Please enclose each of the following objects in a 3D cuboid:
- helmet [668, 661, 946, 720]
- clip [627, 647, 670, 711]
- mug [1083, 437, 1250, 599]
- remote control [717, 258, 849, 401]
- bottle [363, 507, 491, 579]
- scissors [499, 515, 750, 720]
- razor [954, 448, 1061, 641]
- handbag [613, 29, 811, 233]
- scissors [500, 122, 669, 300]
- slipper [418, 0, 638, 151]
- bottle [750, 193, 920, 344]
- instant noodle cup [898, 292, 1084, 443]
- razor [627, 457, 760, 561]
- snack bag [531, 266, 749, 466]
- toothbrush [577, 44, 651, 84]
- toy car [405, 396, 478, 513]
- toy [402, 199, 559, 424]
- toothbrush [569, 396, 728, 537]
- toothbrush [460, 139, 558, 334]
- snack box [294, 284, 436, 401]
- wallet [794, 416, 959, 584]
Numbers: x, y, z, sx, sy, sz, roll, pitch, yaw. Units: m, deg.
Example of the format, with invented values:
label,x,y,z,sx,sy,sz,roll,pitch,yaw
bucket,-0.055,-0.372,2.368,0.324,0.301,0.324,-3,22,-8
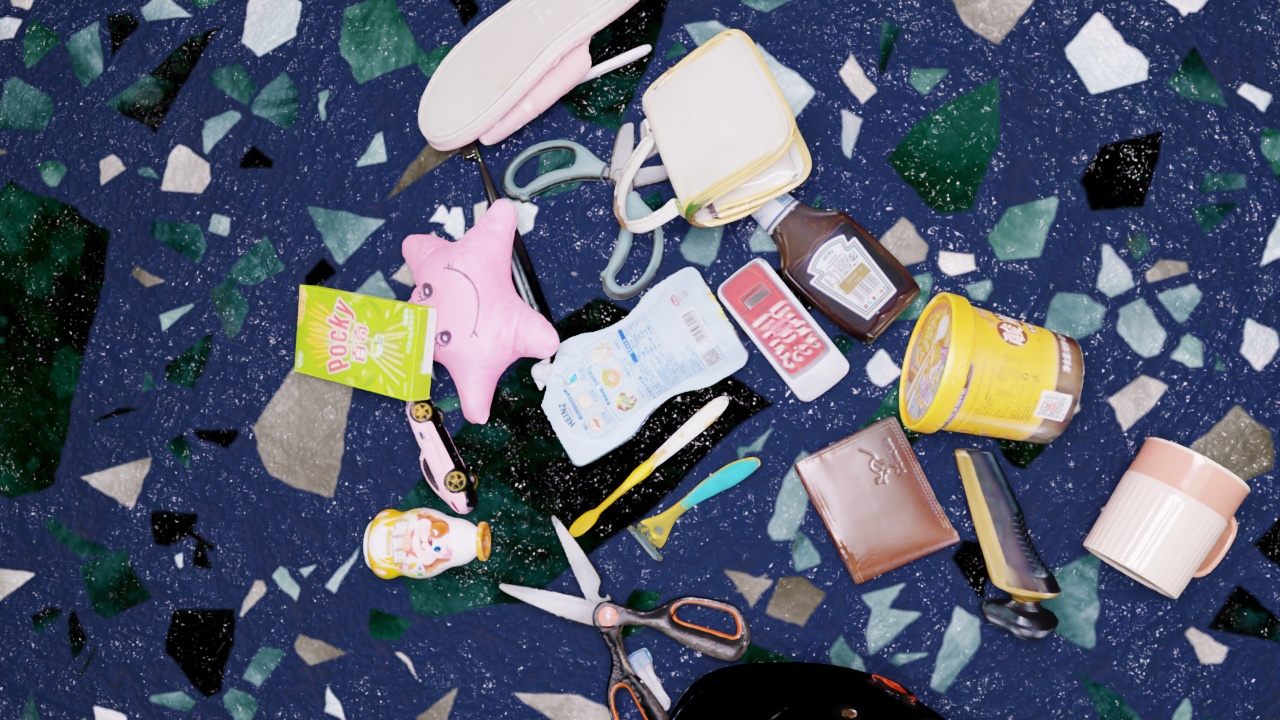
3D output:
label,x,y,z,sx,sy,sz,roll,pitch,yaw
helmet,0.133,0.347,0.697,0.274,0.230,0.233,10,96,-17
clip,0.007,0.288,0.820,0.025,0.036,0.058,-29,83,-3
mug,0.440,0.137,0.757,0.114,0.082,0.106,32,91,-21
remote control,0.129,-0.028,0.835,0.056,0.020,0.136,-37,81,1
bottle,-0.192,0.166,0.834,0.108,0.063,0.063,-3,84,6
scissors,-0.013,0.243,0.808,0.221,0.022,0.227,-2,78,-2
razor,0.306,0.154,0.784,0.068,0.062,0.167,-24,75,35
handbag,0.050,-0.188,0.820,0.179,0.063,0.163,-29,55,17
scissors,-0.052,-0.143,0.870,0.170,0.019,0.171,4,86,9
slipper,-0.094,-0.291,0.860,0.274,0.054,0.114,-39,58,8
bottle,0.157,-0.103,0.827,0.195,0.044,0.080,44,90,10
instant noodle cup,0.292,0.013,0.767,0.114,0.118,0.118,13,86,1
razor,0.052,0.126,0.825,0.132,0.028,0.043,-37,105,5
snack bag,-0.005,0.005,0.840,0.191,0.039,0.110,-32,87,5
toothbrush,-0.071,-0.262,0.885,0.180,0.016,0.016,-24,90,5
toy car,-0.186,0.086,0.845,0.037,0.056,0.122,-27,81,-4
toy,-0.166,-0.036,0.844,0.179,0.074,0.194,-21,81,19
toothbrush,0.008,0.097,0.841,0.191,0.018,0.016,-41,83,-1
toothbrush,-0.128,-0.118,0.872,0.027,0.026,0.212,-22,82,-2
snack box,-0.255,-0.018,0.843,0.156,0.026,0.086,12,99,30
wallet,0.207,0.122,0.806,0.101,0.032,0.124,-26,83,1
